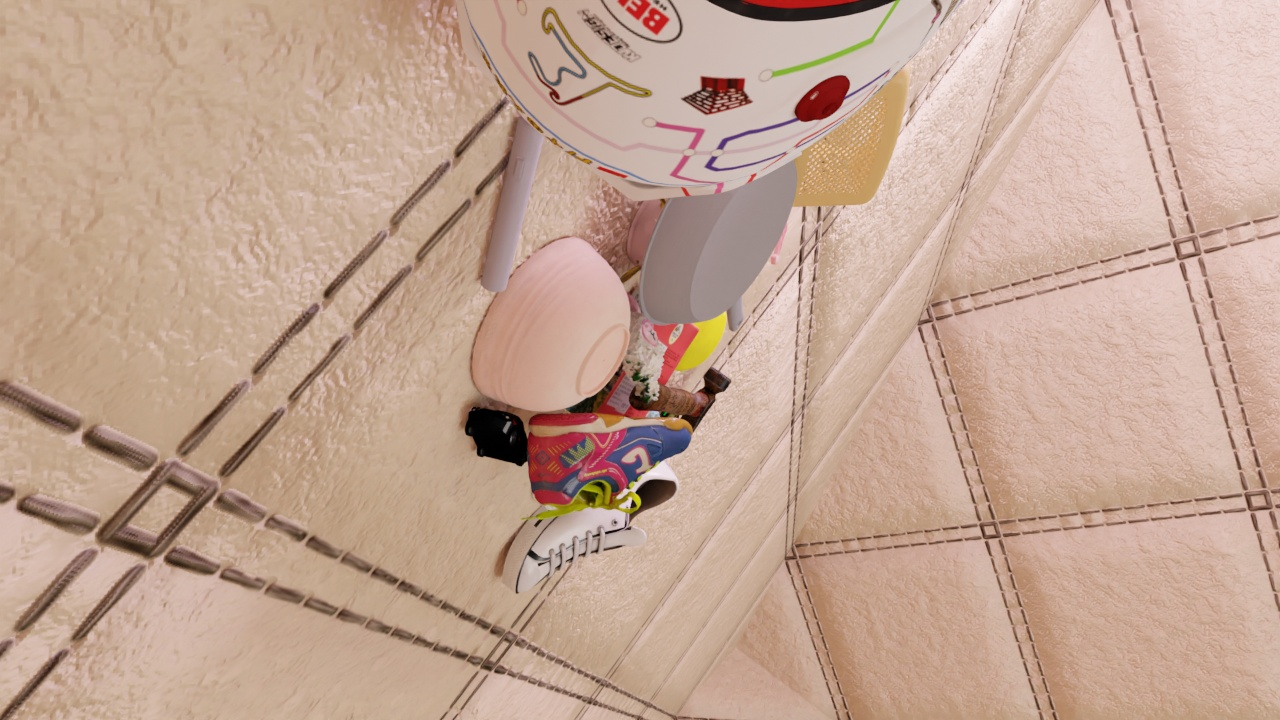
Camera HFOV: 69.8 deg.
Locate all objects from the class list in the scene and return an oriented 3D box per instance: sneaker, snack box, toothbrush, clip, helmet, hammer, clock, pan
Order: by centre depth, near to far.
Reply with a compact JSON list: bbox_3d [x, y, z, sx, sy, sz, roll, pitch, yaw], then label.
[{"bbox_3d":[0.049,-0.230,0.450,0.314,0.231,0.236,-51,-169,-4],"label":"helmet"},{"bbox_3d":[-0.080,-0.128,0.614,0.019,0.018,0.188,-33,149,-51],"label":"toothbrush"},{"bbox_3d":[-0.027,0.096,0.852,0.241,0.116,0.091,8,80,-60],"label":"sneaker"},{"bbox_3d":[0.087,-0.087,0.859,0.200,0.051,0.357,-53,158,-8],"label":"pan"},{"bbox_3d":[0.050,-0.125,0.860,0.157,0.059,0.117,-30,148,-51],"label":"clock"},{"bbox_3d":[-0.006,0.006,0.954,0.145,0.040,0.142,-58,160,2],"label":"snack box"},{"bbox_3d":[0.036,0.053,1.034,0.120,0.033,0.330,-57,166,4],"label":"hammer"},{"bbox_3d":[-0.046,0.192,1.049,0.244,0.097,0.091,-34,150,-36],"label":"sneaker"},{"bbox_3d":[0.169,-0.144,1.141,0.060,0.045,0.023,-44,164,5],"label":"clip"}]

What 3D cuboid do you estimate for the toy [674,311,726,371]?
[{"bbox_3d":[0.064,-0.029,1.064,0.094,0.041,0.095,3,119,-61],"label":"toy"}]

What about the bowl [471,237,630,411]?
[{"bbox_3d":[-0.058,-0.017,0.749,0.152,0.076,0.153,-47,158,-26],"label":"bowl"}]

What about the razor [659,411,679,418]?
[{"bbox_3d":[0.043,0.092,1.230,0.044,0.021,0.144,-49,161,-21],"label":"razor"}]

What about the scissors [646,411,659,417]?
[{"bbox_3d":[-0.011,0.114,1.151,0.130,0.013,0.125,-57,159,10],"label":"scissors"}]

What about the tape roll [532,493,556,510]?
[{"bbox_3d":[-0.078,0.117,0.986,0.093,0.019,0.094,-47,158,-26],"label":"tape roll"}]

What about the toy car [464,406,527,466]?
[{"bbox_3d":[-0.119,0.061,0.779,0.092,0.042,0.036,83,22,-61],"label":"toy car"}]

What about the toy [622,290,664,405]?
[{"bbox_3d":[-0.004,-0.022,0.838,0.041,0.108,0.096,-17,159,-1],"label":"toy"}]

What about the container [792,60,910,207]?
[{"bbox_3d":[0.175,-0.257,0.861,0.184,0.129,0.166,89,-1,-56],"label":"container"}]
